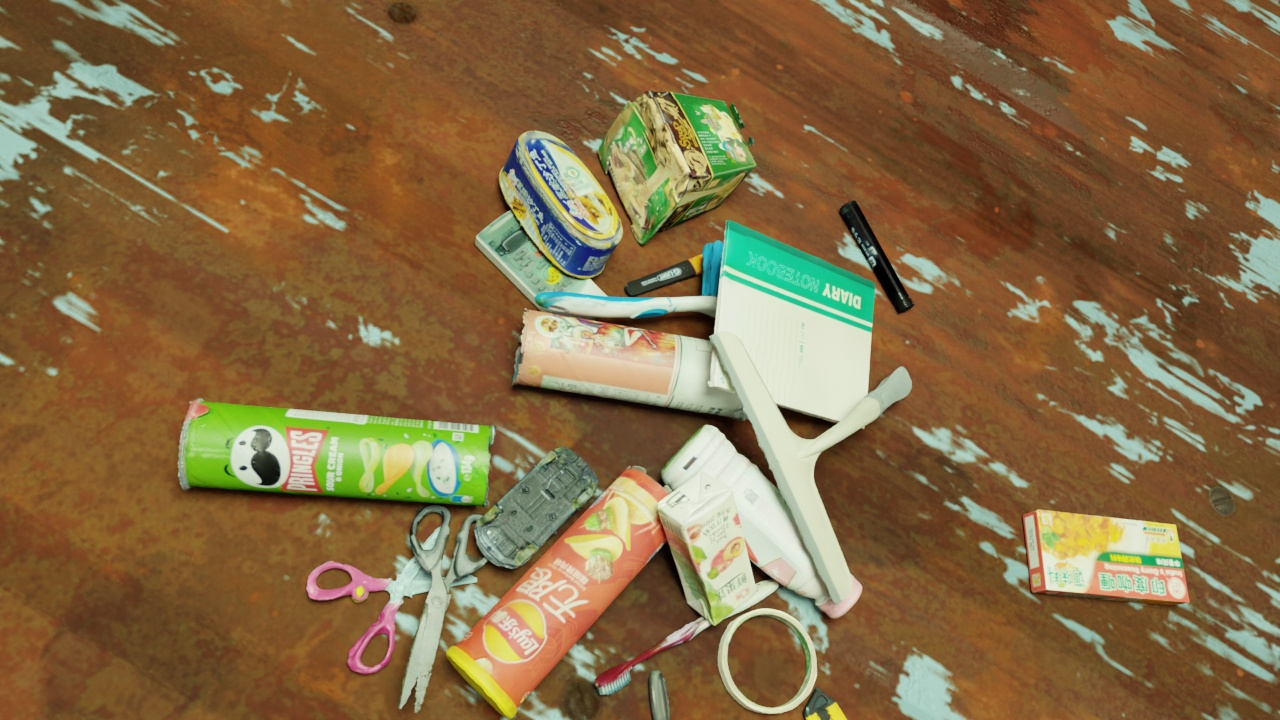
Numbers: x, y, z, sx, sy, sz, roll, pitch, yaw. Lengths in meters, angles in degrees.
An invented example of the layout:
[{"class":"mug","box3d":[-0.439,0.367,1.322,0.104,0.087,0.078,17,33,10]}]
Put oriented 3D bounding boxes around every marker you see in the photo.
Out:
[{"class":"marker","box3d":[0.250,-0.110,0.969,0.022,0.020,0.132,-15,72,-37]},{"class":"marker","box3d":[0.040,-0.089,0.910,0.123,0.015,0.018,-22,70,-19]}]

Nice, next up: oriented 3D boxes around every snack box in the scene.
[{"class":"snack box","box3d":[0.450,0.191,0.888,0.155,0.027,0.077,7,68,-11]},{"class":"snack box","box3d":[0.042,-0.196,0.911,0.105,0.118,0.118,-14,74,-32]}]

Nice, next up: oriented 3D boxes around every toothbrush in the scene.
[{"class":"toothbrush","box3d":[0.044,0.232,0.777,0.187,0.016,0.017,-23,113,-23]},{"class":"toothbrush","box3d":[0.024,0.340,0.728,0.015,0.018,0.181,-3,67,-12]}]

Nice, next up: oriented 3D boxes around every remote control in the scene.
[{"class":"remote control","box3d":[-0.093,-0.084,0.872,0.135,0.019,0.056,45,65,7]}]

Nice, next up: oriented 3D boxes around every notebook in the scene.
[{"class":"notebook","box3d":[0.145,-0.028,0.841,0.209,0.012,0.150,16,76,-38]}]

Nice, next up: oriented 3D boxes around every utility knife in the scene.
[{"class":"utility knife","box3d":[0.189,0.366,0.757,0.033,0.015,0.197,-22,75,-18]}]

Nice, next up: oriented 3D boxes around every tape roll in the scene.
[{"class":"tape roll","box3d":[0.108,0.256,0.783,0.085,0.014,0.085,5,67,-12]}]

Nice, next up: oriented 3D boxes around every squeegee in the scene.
[{"class":"squeegee","box3d":[0.198,0.049,0.830,0.245,0.039,0.246,-26,91,-44]}]

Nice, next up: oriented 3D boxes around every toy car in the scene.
[{"class":"toy car","box3d":[-0.087,0.124,0.774,0.054,0.037,0.120,44,56,4]}]

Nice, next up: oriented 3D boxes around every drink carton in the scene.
[{"class":"drink carton","box3d":[0.055,0.156,0.759,0.053,0.123,0.045,-33,37,-24]}]

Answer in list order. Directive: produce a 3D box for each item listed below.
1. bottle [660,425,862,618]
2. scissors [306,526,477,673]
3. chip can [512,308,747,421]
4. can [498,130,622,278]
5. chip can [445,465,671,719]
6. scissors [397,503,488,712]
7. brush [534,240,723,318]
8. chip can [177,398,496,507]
[{"class":"bottle","box3d":[0.109,0.144,0.802,0.197,0.068,0.068,43,65,3]},{"class":"scissors","box3d":[-0.196,0.192,0.735,0.133,0.017,0.124,-2,65,-19]},{"class":"chip can","box3d":[-0.005,0.005,0.829,0.214,0.071,0.071,9,66,-10]},{"class":"can","box3d":[-0.076,-0.150,0.874,0.074,0.049,0.148,-20,69,-40]},{"class":"chip can","box3d":[-0.056,0.182,0.743,0.073,0.073,0.216,43,63,6]},{"class":"scissors","box3d":[-0.150,0.187,0.714,0.140,0.014,0.173,-11,53,-35]},{"class":"brush","box3d":[0.059,-0.065,0.868,0.314,0.061,0.109,14,72,-17]},{"class":"chip can","box3d":[-0.238,0.076,0.741,0.236,0.072,0.072,6,67,-12]}]
